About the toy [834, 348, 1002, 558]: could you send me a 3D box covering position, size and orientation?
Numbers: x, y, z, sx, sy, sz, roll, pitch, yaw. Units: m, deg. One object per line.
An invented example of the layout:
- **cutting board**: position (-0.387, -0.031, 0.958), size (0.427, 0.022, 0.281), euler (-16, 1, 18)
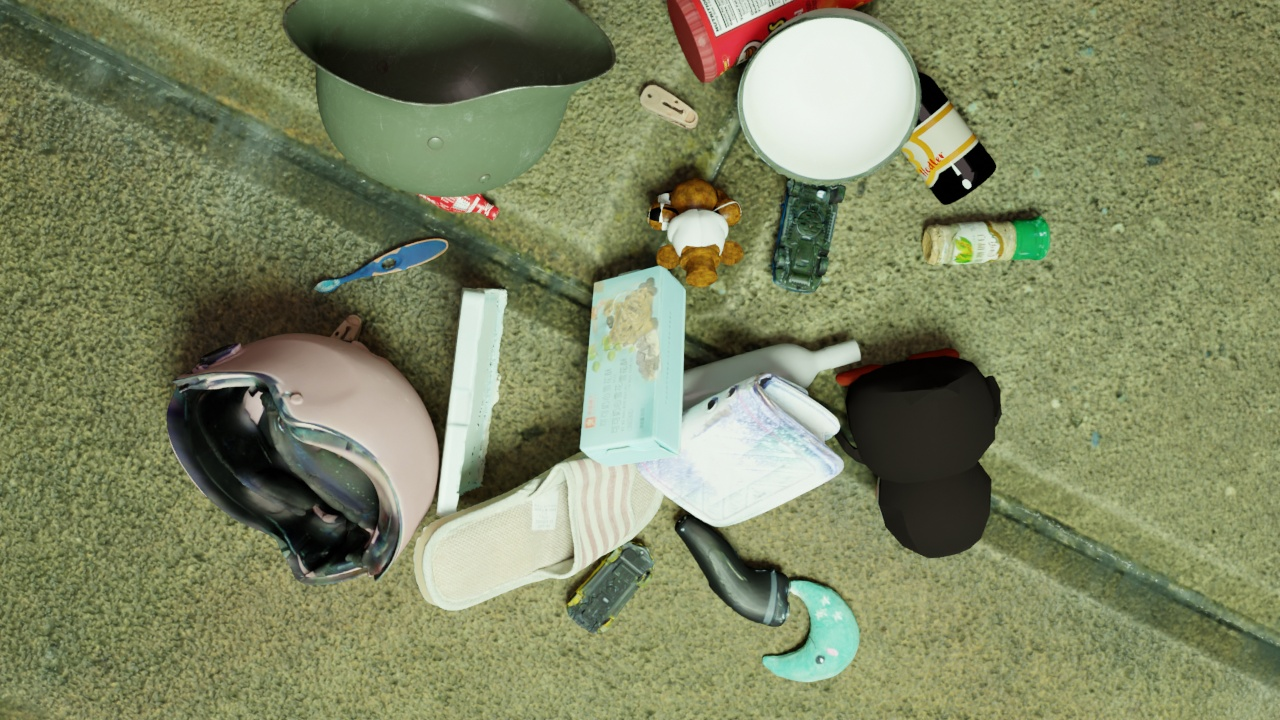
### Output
- **toy**: position (0.266, 0.094, 0.843), size (0.159, 0.140, 0.184), euler (-13, 97, 0)

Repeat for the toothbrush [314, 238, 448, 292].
- **toothbrush**: position (-0.248, -0.090, 0.877), size (0.135, 0.017, 0.021), euler (-19, 98, 2)

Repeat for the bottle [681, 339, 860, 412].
- **bottle**: position (0.112, 0.017, 0.877), size (0.195, 0.052, 0.052), euler (-16, 96, 1)

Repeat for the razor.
- **razor**: position (0.092, 0.202, 0.899), size (0.063, 0.053, 0.140), euler (-43, 94, -8)

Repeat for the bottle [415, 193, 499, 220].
- **bottle**: position (-0.196, -0.172, 0.856), size (0.141, 0.042, 0.042), euler (30, 95, -4)

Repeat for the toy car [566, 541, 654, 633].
- **toy car**: position (-0.029, 0.224, 0.910), size (0.049, 0.030, 0.107), euler (41, 97, -4)

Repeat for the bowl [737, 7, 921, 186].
- **bowl**: position (0.166, -0.238, 0.804), size (0.153, 0.072, 0.154), euler (9, 133, 10)

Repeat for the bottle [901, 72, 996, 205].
- **bottle**: position (0.251, -0.232, 0.847), size (0.059, 0.059, 0.181), euler (-39, 95, 3)

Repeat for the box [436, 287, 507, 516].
- **box**: position (-0.156, 0.032, 0.833), size (0.044, 0.136, 0.197), euler (9, 97, 0)

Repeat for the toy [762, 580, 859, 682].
- **toy**: position (0.175, 0.277, 0.920), size (0.085, 0.033, 0.105), euler (19, 97, 8)

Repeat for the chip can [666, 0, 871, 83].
- **chip can**: position (0.136, -0.333, 0.822), size (0.213, 0.087, 0.087), euler (-25, 96, 1)

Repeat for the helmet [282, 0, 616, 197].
- **helmet**: position (-0.170, -0.225, 0.772), size (0.227, 0.267, 0.154), euler (48, 131, 25)

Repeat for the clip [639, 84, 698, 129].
- **clip**: position (0.028, -0.236, 0.858), size (0.061, 0.049, 0.026), euler (31, 96, -32)

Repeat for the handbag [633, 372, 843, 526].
- **handbag**: position (0.088, 0.076, 0.834), size (0.126, 0.069, 0.159), euler (36, 130, -27)

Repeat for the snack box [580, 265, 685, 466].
- **snack box**: position (-0.005, 0.005, 0.822), size (0.075, 0.053, 0.174), euler (-12, 60, 29)

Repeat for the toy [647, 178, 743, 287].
- **toy**: position (0.050, -0.117, 0.832), size (0.087, 0.067, 0.112), euler (-3, 62, -1)

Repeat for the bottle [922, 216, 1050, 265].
- **bottle**: position (0.327, -0.113, 0.870), size (0.111, 0.043, 0.043), euler (-3, 96, 0)

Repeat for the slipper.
- **slipper**: position (-0.075, 0.143, 0.819), size (0.262, 0.052, 0.115), euler (-19, 108, -36)

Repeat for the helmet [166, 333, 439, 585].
- **helmet**: position (-0.288, 0.070, 0.809), size (0.256, 0.152, 0.230), euler (-9, 122, 34)

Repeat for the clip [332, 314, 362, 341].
- **clip**: position (-0.287, -0.018, 0.885), size (0.026, 0.049, 0.061), euler (24, 137, -5)

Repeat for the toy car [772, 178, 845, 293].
- **toy car**: position (0.154, -0.124, 0.866), size (0.056, 0.043, 0.120), euler (11, 93, -2)
